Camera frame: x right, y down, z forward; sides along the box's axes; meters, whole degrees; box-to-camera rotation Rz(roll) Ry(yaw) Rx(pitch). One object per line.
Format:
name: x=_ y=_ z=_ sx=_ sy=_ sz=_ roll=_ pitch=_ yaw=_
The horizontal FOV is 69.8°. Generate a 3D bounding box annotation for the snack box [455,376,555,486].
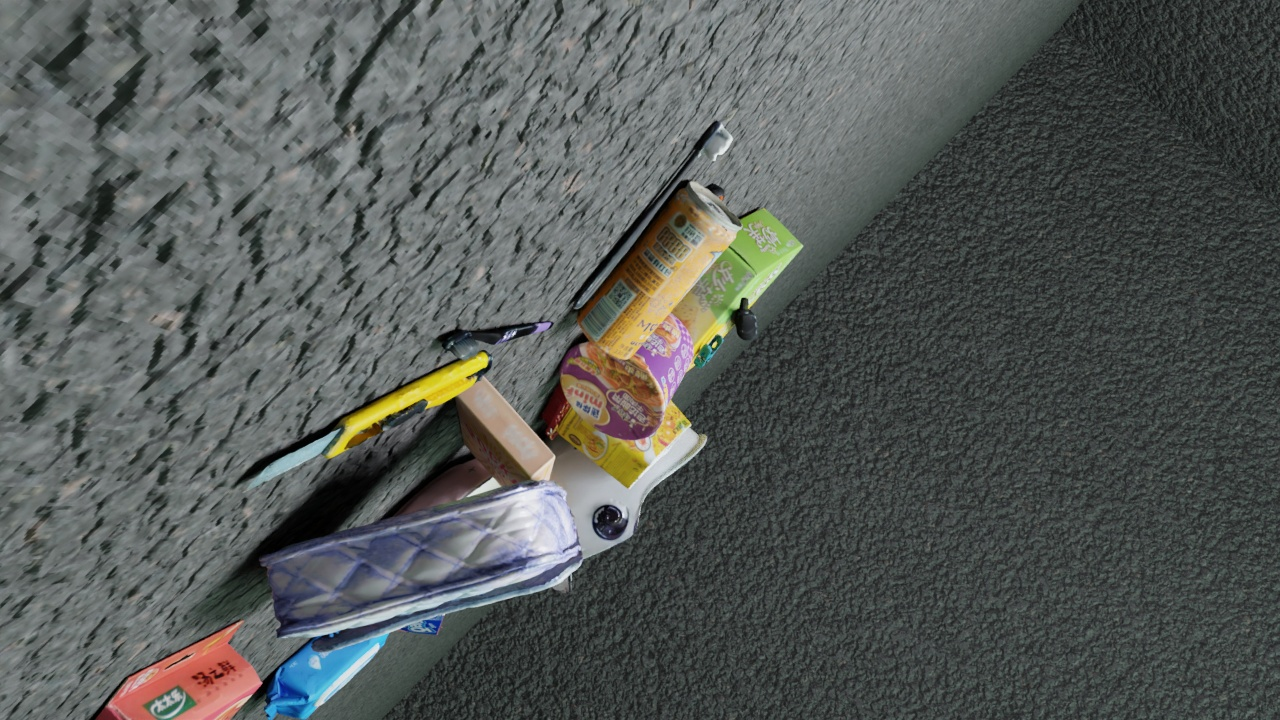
snack box: x=-0.107 y=0.070 z=0.721 sx=0.026 sy=0.084 sz=0.157 roll=-40 pitch=171 yaw=-18

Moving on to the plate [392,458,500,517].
plate: x=-0.194 y=0.151 z=0.849 sx=0.192 sy=0.039 sz=0.192 roll=-45 pitch=172 yaw=-8

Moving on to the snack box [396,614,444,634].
snack box: x=-0.245 y=0.265 z=1.032 sx=0.208 sy=0.057 sz=0.058 roll=120 pitch=-24 yaw=-61

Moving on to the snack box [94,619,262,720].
snack box: x=-0.327 y=0.251 z=0.624 sx=0.127 sy=0.044 sz=0.113 roll=-48 pitch=172 yaw=12

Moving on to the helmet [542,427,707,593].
helmet: x=-0.056 y=0.138 z=1.111 sx=0.259 sy=0.146 sz=0.228 roll=-47 pitch=179 yaw=20

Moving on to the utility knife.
utility knife: x=-0.150 y=0.033 z=0.546 sx=0.033 sy=0.015 sz=0.206 roll=-54 pitch=169 yaw=31

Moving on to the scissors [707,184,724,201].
scissors: x=0.042 y=-0.100 z=0.870 sx=0.163 sy=0.021 sz=0.233 roll=-48 pitch=172 yaw=13

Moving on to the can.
can: x=0.013 y=-0.069 z=0.730 sx=0.146 sy=0.058 sz=0.058 roll=-48 pitch=172 yaw=21

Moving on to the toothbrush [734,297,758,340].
toothbrush: x=0.116 y=-0.046 z=1.018 sx=0.212 sy=0.026 sz=0.027 roll=31 pitch=69 yaw=-81

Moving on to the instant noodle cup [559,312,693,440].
instant noodle cup: x=-0.005 y=0.005 z=0.878 sx=0.099 sy=0.111 sz=0.112 roll=-48 pitch=176 yaw=-44

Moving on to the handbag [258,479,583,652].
handbag: x=-0.143 y=0.138 z=0.619 sx=0.194 sy=0.075 sz=0.134 roll=-15 pitch=171 yaw=4

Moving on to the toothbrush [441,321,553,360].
toothbrush: x=-0.089 y=-0.016 z=0.623 sx=0.014 sy=0.017 sz=0.188 roll=-48 pitch=174 yaw=13

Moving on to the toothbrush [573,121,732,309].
toothbrush: x=0.005 y=-0.102 z=0.682 sx=0.181 sy=0.018 sz=0.015 roll=-47 pitch=176 yaw=23

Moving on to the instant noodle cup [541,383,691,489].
instant noodle cup: x=-0.023 y=0.061 z=0.978 sx=0.116 sy=0.123 sz=0.116 roll=-41 pitch=172 yaw=-34

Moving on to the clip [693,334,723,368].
clip: x=0.074 y=-0.009 z=1.027 sx=0.040 sy=0.014 sz=0.056 roll=-39 pitch=168 yaw=-29

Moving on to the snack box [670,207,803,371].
snack box: x=0.076 y=-0.066 z=1.054 sx=0.211 sy=0.070 sz=0.157 roll=-50 pitch=171 yaw=33

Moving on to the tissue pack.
tissue pack: x=-0.326 y=0.318 z=0.963 sx=0.156 sy=0.052 sz=0.095 roll=-41 pitch=171 yaw=-35
